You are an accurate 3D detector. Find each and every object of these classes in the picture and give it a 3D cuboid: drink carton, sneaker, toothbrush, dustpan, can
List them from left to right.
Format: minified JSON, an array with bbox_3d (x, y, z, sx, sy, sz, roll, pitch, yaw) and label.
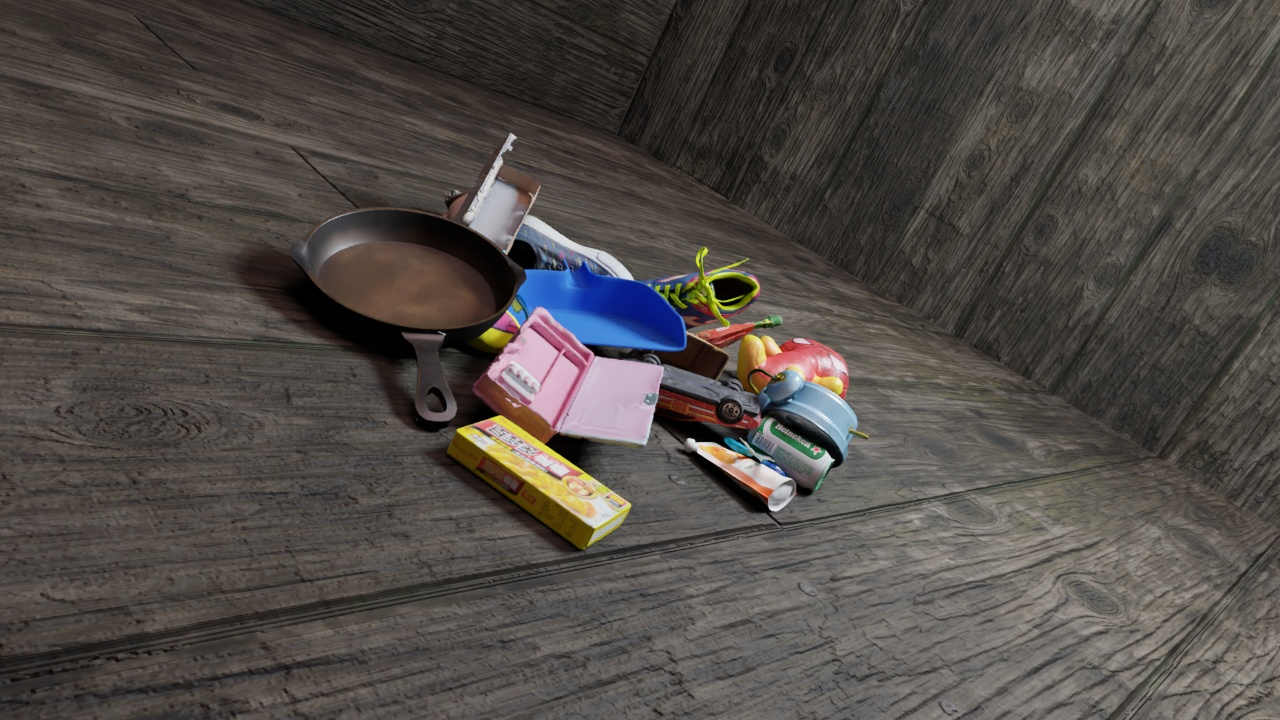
[{"bbox_3d":[-0.123,-0.024,1.076,0.021,0.016,0.132,15,41,-54],"label":"toothbrush"},{"bbox_3d":[-0.117,-0.136,1.391,0.235,0.088,0.079,31,46,17],"label":"sneaker"},{"bbox_3d":[-0.081,-0.084,1.231,0.245,0.059,0.257,5,16,-11],"label":"dustpan"},{"bbox_3d":[0.057,-0.095,1.324,0.241,0.116,0.091,-11,0,-18],"label":"sneaker"},{"bbox_3d":[0.109,0.120,1.025,0.122,0.039,0.069,31,15,34],"label":"drink carton"},{"bbox_3d":[0.178,0.111,1.104,0.101,0.053,0.053,32,18,19],"label":"can"}]

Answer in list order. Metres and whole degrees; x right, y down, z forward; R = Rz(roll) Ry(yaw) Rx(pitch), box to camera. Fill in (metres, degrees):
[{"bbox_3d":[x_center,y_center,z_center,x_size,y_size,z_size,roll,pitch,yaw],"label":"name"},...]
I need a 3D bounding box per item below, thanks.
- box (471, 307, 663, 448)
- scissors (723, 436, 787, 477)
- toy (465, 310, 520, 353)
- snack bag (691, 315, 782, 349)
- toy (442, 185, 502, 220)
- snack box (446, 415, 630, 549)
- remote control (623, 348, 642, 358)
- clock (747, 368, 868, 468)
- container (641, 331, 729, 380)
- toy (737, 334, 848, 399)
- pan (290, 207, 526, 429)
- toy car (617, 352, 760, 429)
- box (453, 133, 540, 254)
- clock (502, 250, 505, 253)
[{"bbox_3d":[-0.070,0.027,0.963,0.179,0.059,0.232,25,20,-1],"label":"box"},{"bbox_3d":[0.141,0.113,1.042,0.110,0.015,0.132,35,-9,-6],"label":"scissors"},{"bbox_3d":[-0.178,-0.040,1.053,0.094,0.041,0.095,27,26,-10],"label":"toy"},{"bbox_3d":[0.139,-0.037,1.357,0.155,0.044,0.087,-18,-2,-11],"label":"snack bag"},{"bbox_3d":[-0.247,-0.215,1.400,0.133,0.076,0.175,-7,31,13],"label":"toy"},{"bbox_3d":[-0.088,0.103,0.798,0.152,0.025,0.075,32,18,17],"label":"snack box"},{"bbox_3d":[-0.007,0.007,1.211,0.039,0.010,0.124,26,17,0],"label":"remote control"},{"bbox_3d":[0.198,0.069,1.143,0.162,0.060,0.118,37,-22,2],"label":"clock"},{"bbox_3d":[0.055,-0.012,1.253,0.114,0.063,0.061,24,12,-30],"label":"container"},{"bbox_3d":[0.233,0.022,1.364,0.215,0.099,0.147,2,40,-51],"label":"toy"},{"bbox_3d":[-0.232,-0.047,0.950,0.248,0.043,0.355,3,39,-23],"label":"pan"},{"bbox_3d":[0.054,0.040,1.111,0.189,0.056,0.081,15,19,1],"label":"toy car"},{"bbox_3d":[-0.206,-0.214,1.312,0.107,0.095,0.215,45,41,-27],"label":"box"},{"bbox_3d":[-0.207,-0.114,1.167,0.123,0.087,0.042,-58,126,-79],"label":"clock"}]
